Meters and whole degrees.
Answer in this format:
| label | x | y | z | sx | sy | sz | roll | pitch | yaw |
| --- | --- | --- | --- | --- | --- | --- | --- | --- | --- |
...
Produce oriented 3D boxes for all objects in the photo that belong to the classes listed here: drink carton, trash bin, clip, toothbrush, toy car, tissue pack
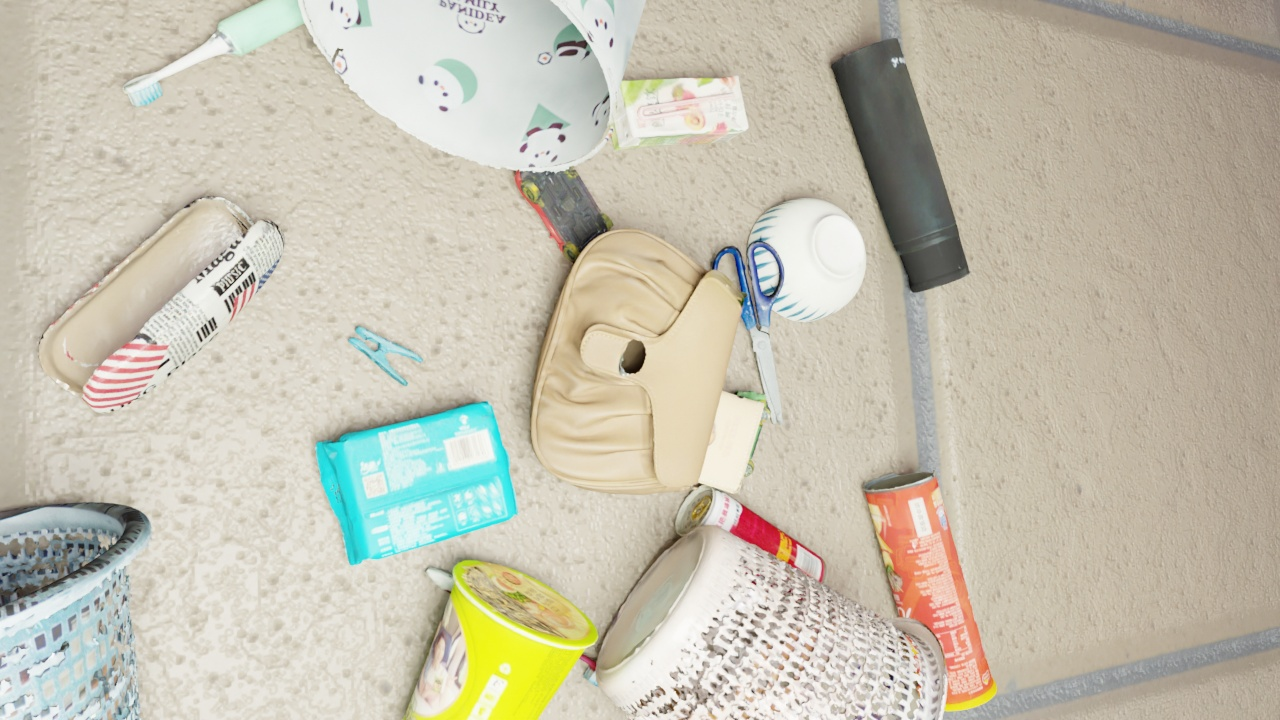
| label | x | y | z | sx | sy | sz | roll | pitch | yaw |
| --- | --- | --- | --- | --- | --- | --- | --- | --- | --- |
| drink carton | 0.033 | -0.220 | 0.811 | 0.122 | 0.046 | 0.053 | -11 | 90 | -28 |
| trash bin | 0.082 | 0.239 | 0.699 | 0.192 | 0.228 | 0.227 | 38 | 67 | -5 |
| trash bin | -0.088 | -0.309 | 0.670 | 0.229 | 0.230 | 0.251 | 28 | 65 | -22 |
| clip | -0.191 | -0.006 | 0.686 | 0.056 | 0.014 | 0.039 | 38 | 68 | -20 |
| toothbrush | -0.272 | -0.246 | 0.666 | 0.224 | 0.026 | 0.027 | -41 | 143 | -26 |
| trash bin | -0.359 | 0.203 | 0.475 | 0.226 | 0.227 | 0.195 | -13 | 102 | -28 |
| toothbrush | -0.089 | 0.210 | 0.710 | 0.187 | 0.016 | 0.017 | 36 | 78 | -19 |
| toy car | -0.061 | -0.123 | 0.757 | 0.049 | 0.031 | 0.106 | -46 | 117 | -21 |
| toy car | 0.085 | 0.069 | 0.802 | 0.036 | 0.043 | 0.091 | 21 | 66 | -9 |
| tissue pack | -0.160 | 0.088 | 0.668 | 0.133 | 0.050 | 0.093 | -14 | 92 | -28 |

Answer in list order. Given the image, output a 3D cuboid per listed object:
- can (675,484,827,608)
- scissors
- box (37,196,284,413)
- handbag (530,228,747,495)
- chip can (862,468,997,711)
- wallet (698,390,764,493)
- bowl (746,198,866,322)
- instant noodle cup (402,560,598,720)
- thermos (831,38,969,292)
| label | x | y | z | sx | sy | sz | roll | pitch | yaw |
| --- | --- | --- | --- | --- | --- | --- | --- | --- | --- |
| can | 0.095 | 0.161 | 0.790 | 0.132 | 0.053 | 0.053 | 35 | 69 | -20 |
| scissors | 0.098 | -0.021 | 0.834 | 0.108 | 0.012 | 0.175 | 14 | 104 | 9 |
| box | -0.299 | -0.036 | 0.592 | 0.162 | 0.088 | 0.076 | -52 | 124 | -26 |
| handbag | -0.004 | 0.004 | 0.715 | 0.148 | 0.100 | 0.204 | 15 | 82 | -3 |
| chip can | 0.271 | 0.214 | 0.865 | 0.073 | 0.073 | 0.216 | -17 | 92 | -28 |
| wallet | 0.037 | 0.059 | 0.768 | 0.115 | 0.024 | 0.087 | 18 | 75 | 2 |
| bowl | 0.164 | -0.098 | 0.852 | 0.116 | 0.066 | 0.116 | 4 | 81 | -27 |
| instant noodle cup | -0.107 | 0.222 | 0.644 | 0.111 | 0.112 | 0.123 | 26 | 92 | -22 |
| thermos | 0.265 | -0.193 | 0.925 | 0.089 | 0.069 | 0.242 | -29 | 101 | -60 |
